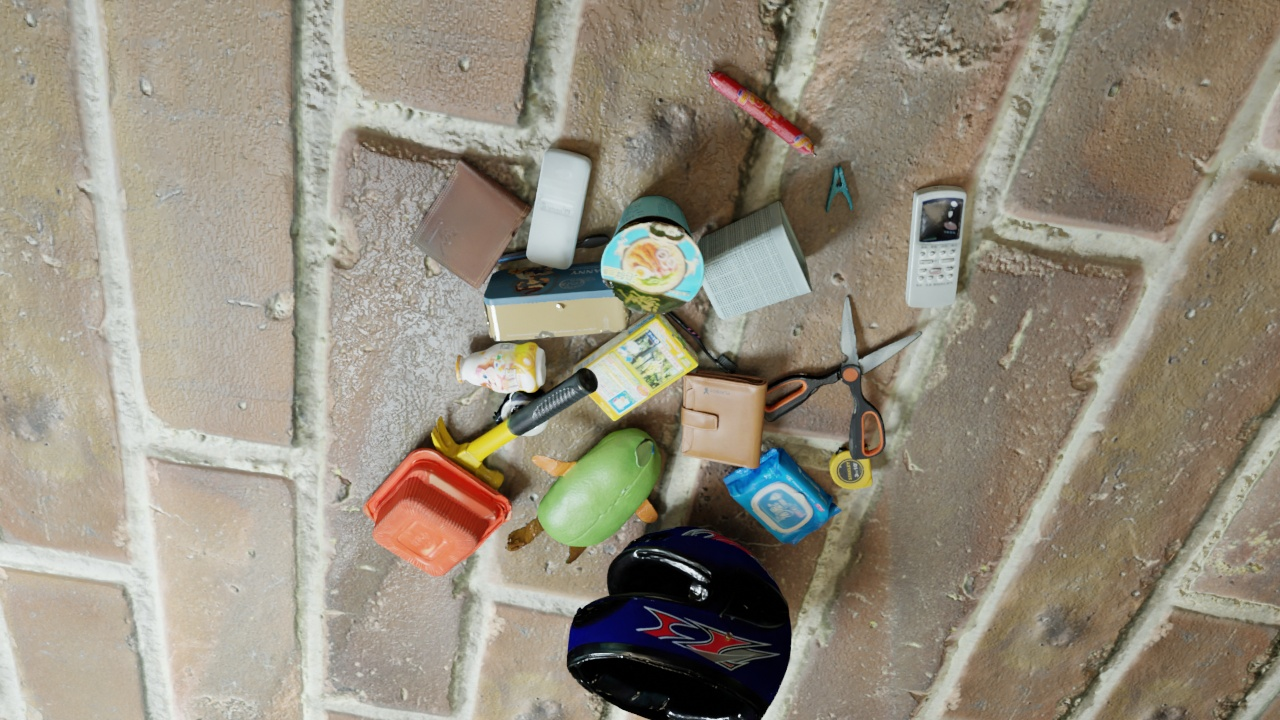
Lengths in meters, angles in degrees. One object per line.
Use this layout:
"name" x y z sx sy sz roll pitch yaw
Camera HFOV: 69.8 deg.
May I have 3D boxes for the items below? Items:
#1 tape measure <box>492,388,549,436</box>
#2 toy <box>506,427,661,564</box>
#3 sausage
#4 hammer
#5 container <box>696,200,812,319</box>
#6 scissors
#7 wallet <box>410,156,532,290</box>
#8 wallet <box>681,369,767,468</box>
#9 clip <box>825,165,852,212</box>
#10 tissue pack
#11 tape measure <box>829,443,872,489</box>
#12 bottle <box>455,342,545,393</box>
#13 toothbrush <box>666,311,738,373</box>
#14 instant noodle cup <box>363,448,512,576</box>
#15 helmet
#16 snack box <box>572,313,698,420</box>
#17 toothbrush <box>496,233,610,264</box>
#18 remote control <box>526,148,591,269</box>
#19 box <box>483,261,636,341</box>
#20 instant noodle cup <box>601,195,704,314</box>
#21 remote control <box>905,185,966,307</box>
"tape measure" -0.150 0.065 1.197 0.066 0.033 0.066 29 119 -13
"toy" -0.061 0.181 1.232 0.227 0.090 0.247 31 112 -38
"sausage" 0.134 -0.269 0.998 0.156 0.020 0.020 32 117 -17
"hammer" -0.157 0.081 1.154 0.128 0.032 0.302 38 135 -22
"container" 0.127 -0.111 1.053 0.112 0.089 0.090 -21 118 16
"scissors" 0.255 0.031 1.168 0.221 0.021 0.234 -14 111 14
"wallet" -0.197 -0.158 1.063 0.101 0.032 0.125 35 113 -9
"wallet" 0.106 0.075 1.184 0.108 0.031 0.132 9 122 13
"clip" 0.226 -0.194 1.044 0.034 0.013 0.054 -4 123 3
"tissue pack" 0.195 0.189 1.251 0.095 0.052 0.157 -38 113 21
"tape measure" 0.283 0.143 1.235 0.057 0.028 0.060 -9 103 11
"bottle" -0.174 0.009 1.147 0.108 0.063 0.063 -1 121 2
"toothbrush" 0.056 -0.043 1.139 0.018 0.014 0.189 -43 111 12
"instant noodle cup" -0.283 0.219 1.254 0.164 0.078 0.189 35 125 -15
"helmet" 0.056 0.342 1.233 0.315 0.239 0.248 33 136 -27
"snack box" -0.007 0.007 1.159 0.141 0.033 0.087 -34 115 21
"toothbrush" -0.128 -0.129 1.094 0.190 0.016 0.014 -10 122 10
"remote control" -0.094 -0.173 1.052 0.056 0.020 0.136 15 114 3
"box" -0.089 -0.071 1.083 0.184 0.089 0.062 -7 119 3
"instant noodle cup" 0.015 -0.128 1.027 0.111 0.120 0.111 1 122 2
"remote control" 0.345 -0.131 1.074 0.058 0.021 0.150 -4 122 4
